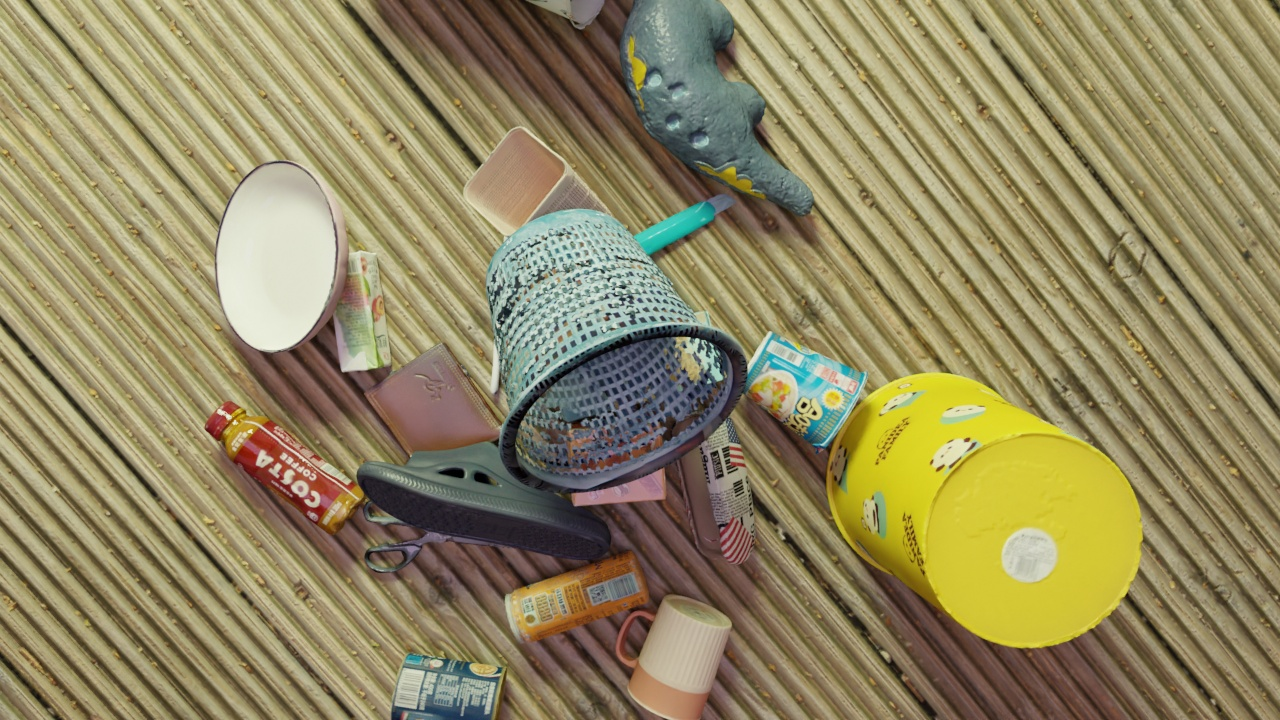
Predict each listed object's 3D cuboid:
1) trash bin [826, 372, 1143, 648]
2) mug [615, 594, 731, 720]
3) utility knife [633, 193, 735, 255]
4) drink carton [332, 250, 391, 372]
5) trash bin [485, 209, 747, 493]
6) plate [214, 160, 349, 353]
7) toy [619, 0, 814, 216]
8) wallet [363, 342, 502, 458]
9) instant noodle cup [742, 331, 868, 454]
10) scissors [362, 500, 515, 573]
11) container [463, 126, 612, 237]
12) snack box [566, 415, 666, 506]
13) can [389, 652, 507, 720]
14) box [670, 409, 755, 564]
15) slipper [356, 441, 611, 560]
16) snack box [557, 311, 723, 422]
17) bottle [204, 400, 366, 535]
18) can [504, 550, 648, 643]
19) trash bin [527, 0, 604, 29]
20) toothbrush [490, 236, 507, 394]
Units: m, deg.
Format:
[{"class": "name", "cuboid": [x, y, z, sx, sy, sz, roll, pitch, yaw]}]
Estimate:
[{"class": "trash bin", "cuboid": [0.318, 0.137, 0.872, 0.229, 0.255, 0.229, 0, 95, -1]}, {"class": "mug", "cuboid": [0.030, 0.308, 0.979, 0.115, 0.081, 0.106, 21, 93, 27]}, {"class": "utility knife", "cuboid": [0.022, -0.130, 0.969, 0.174, 0.013, 0.029, -28, 97, -1]}, {"class": "drink carton", "cuboid": [-0.294, -0.050, 0.953, 0.045, 0.053, 0.122, -6, 94, 2]}, {"class": "trash bin", "cuboid": [-0.044, -0.022, 0.836, 0.226, 0.227, 0.195, -26, 56, 2]}, {"class": "plate", "cuboid": [-0.355, -0.102, 0.924, 0.193, 0.039, 0.192, -1, 89, 32]}, {"class": "toy", "cuboid": [0.052, -0.288, 0.918, 0.137, 0.091, 0.356, -27, 97, -11]}, {"class": "wallet", "cuboid": [-0.216, 0.055, 0.974, 0.101, 0.032, 0.124, -34, 95, 0]}, {"class": "instant noodle cup", "cuboid": [0.161, 0.026, 0.946, 0.110, 0.099, 0.099, 32, 94, 4]}, {"class": "scissors", "cuboid": [-0.221, 0.192, 0.996, 0.165, 0.014, 0.163, 41, 92, -6]}, {"class": "container", "cuboid": [-0.096, -0.153, 0.906, 0.090, 0.111, 0.090, -50, 60, 4]}, {"class": "snack box", "cuboid": [-0.024, 0.100, 0.947, 0.094, 0.092, 0.077, -5, 94, 0]}, {"class": "can", "cuboid": [-0.204, 0.357, 0.977, 0.111, 0.075, 0.075, 9, 95, -1]}, {"class": "box", "cuboid": [0.085, 0.132, 0.955, 0.076, 0.086, 0.163, -12, 93, -11]}, {"class": "slipper", "cuboid": [-0.156, 0.138, 0.954, 0.268, 0.111, 0.083, 17, 57, -12]}, {"class": "snack box", "cuboid": [-0.006, 0.006, 0.960, 0.175, 0.051, 0.074, -16, 94, 1]}, {"class": "bottle", "cuboid": [-0.374, 0.110, 0.964, 0.175, 0.057, 0.057, 38, 93, -3]}, {"class": "can", "cuboid": [-0.066, 0.252, 0.977, 0.146, 0.058, 0.058, -19, 95, 1]}, {"class": "trash bin", "cuboid": [-0.140, -0.458, 0.843, 0.252, 0.229, 0.229, 19, 94, 4]}, {"class": "toothbrush", "cuboid": [-0.145, -0.052, 0.973, 0.016, 0.016, 0.180, 6, 94, -7]}]
